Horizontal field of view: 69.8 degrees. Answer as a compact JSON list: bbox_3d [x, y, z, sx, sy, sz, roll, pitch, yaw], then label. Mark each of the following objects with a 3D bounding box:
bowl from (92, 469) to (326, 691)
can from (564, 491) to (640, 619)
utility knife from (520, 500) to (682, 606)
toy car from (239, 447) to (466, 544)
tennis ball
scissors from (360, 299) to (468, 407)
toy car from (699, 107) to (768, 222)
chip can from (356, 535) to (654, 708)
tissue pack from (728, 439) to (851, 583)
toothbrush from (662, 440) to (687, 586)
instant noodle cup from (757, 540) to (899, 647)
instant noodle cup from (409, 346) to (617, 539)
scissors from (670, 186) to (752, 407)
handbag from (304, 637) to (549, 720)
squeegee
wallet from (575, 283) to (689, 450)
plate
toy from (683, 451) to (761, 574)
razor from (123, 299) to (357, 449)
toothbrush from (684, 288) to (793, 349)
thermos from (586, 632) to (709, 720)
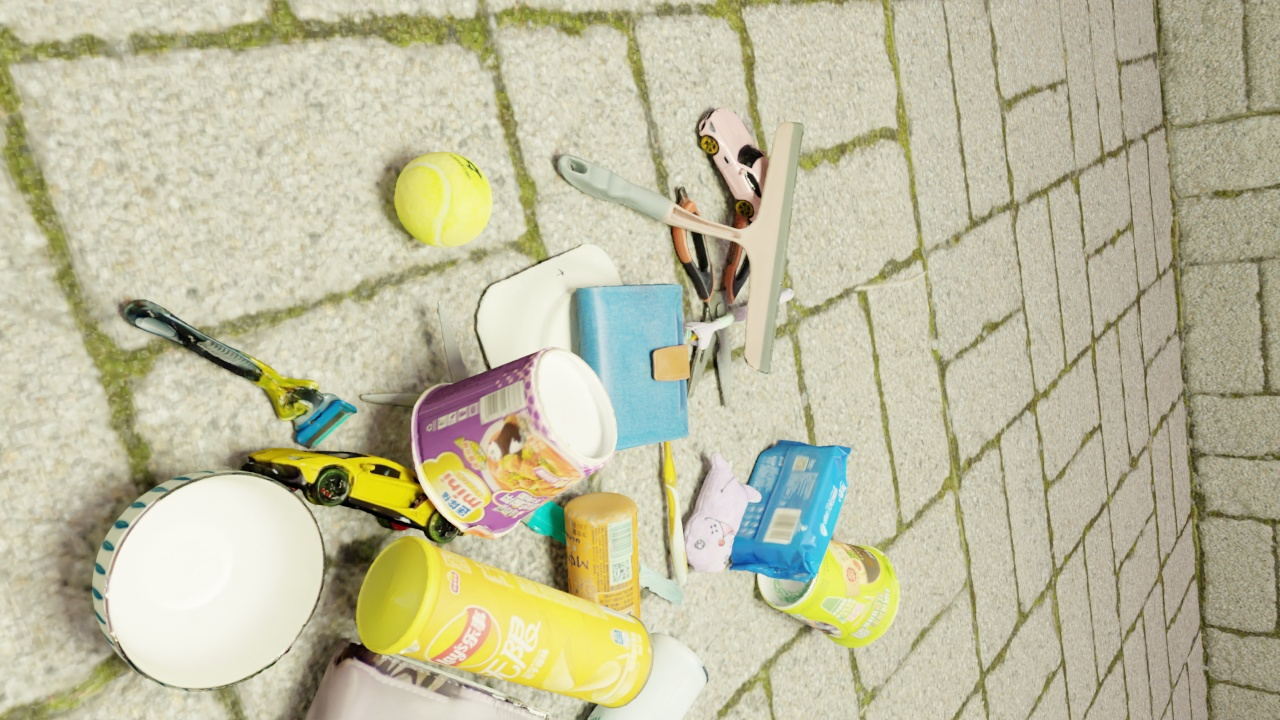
[{"bbox_3d":[-0.244,0.117,0.510,0.116,0.066,0.116,-1,92,-46],"label":"bowl"},{"bbox_3d":[-0.029,0.182,0.739,0.058,0.058,0.146,-17,111,-46],"label":"can"},{"bbox_3d":[-0.028,0.167,0.786,0.223,0.013,0.029,40,62,-37],"label":"utility knife"},{"bbox_3d":[-0.174,0.082,0.584,0.155,0.071,0.041,29,70,-43],"label":"toy car"},{"bbox_3d":[-0.135,-0.110,0.630,0.065,0.066,0.065,0,90,-47],"label":"tennis ball"},{"bbox_3d":[-0.116,0.035,0.667,0.162,0.012,0.173,-19,111,-26],"label":"scissors"},{"bbox_3d":[0.102,-0.191,0.897,0.122,0.037,0.056,57,43,-17],"label":"toy car"},{"bbox_3d":[-0.083,0.182,0.621,0.213,0.072,0.072,32,67,-41],"label":"chip can"},{"bbox_3d":[0.152,0.149,0.924,0.052,0.095,0.156,49,54,-37],"label":"tissue pack"},{"bbox_3d":[0.024,0.113,0.837,0.018,0.016,0.191,-9,94,-35],"label":"toothbrush"},{"bbox_3d":[0.191,0.234,0.963,0.123,0.112,0.111,27,71,-36],"label":"instant noodle cup"},{"bbox_3d":[-0.076,0.048,0.600,0.111,0.099,0.111,44,32,-36],"label":"instant noodle cup"},{"bbox_3d":[0.075,-0.070,0.897,0.188,0.015,0.227,-41,120,-39],"label":"scissors"},{"bbox_3d":[-0.164,0.292,0.576,0.145,0.099,0.196,31,67,-25],"label":"handbag"},{"bbox_3d":[0.029,-0.134,0.814,0.249,0.040,0.247,15,80,-33],"label":"squeegee"},{"bbox_3d":[-0.004,0.004,0.744,0.106,0.040,0.133,-6,95,-43],"label":"wallet"},{"bbox_3d":[-0.048,-0.004,0.749,0.163,0.034,0.164,-33,114,-43],"label":"plate"},{"bbox_3d":[0.074,0.153,0.877,0.084,0.039,0.107,41,60,-33],"label":"toy"},{"bbox_3d":[-0.240,0.004,0.550,0.043,0.022,0.142,-41,128,13],"label":"razor"},{"bbox_3d":[0.104,-0.046,0.904,0.188,0.021,0.029,-24,80,-49],"label":"toothbrush"},{"bbox_3d":[-0.031,0.326,0.745,0.223,0.073,0.073,-46,122,-37],"label":"thermos"}]
